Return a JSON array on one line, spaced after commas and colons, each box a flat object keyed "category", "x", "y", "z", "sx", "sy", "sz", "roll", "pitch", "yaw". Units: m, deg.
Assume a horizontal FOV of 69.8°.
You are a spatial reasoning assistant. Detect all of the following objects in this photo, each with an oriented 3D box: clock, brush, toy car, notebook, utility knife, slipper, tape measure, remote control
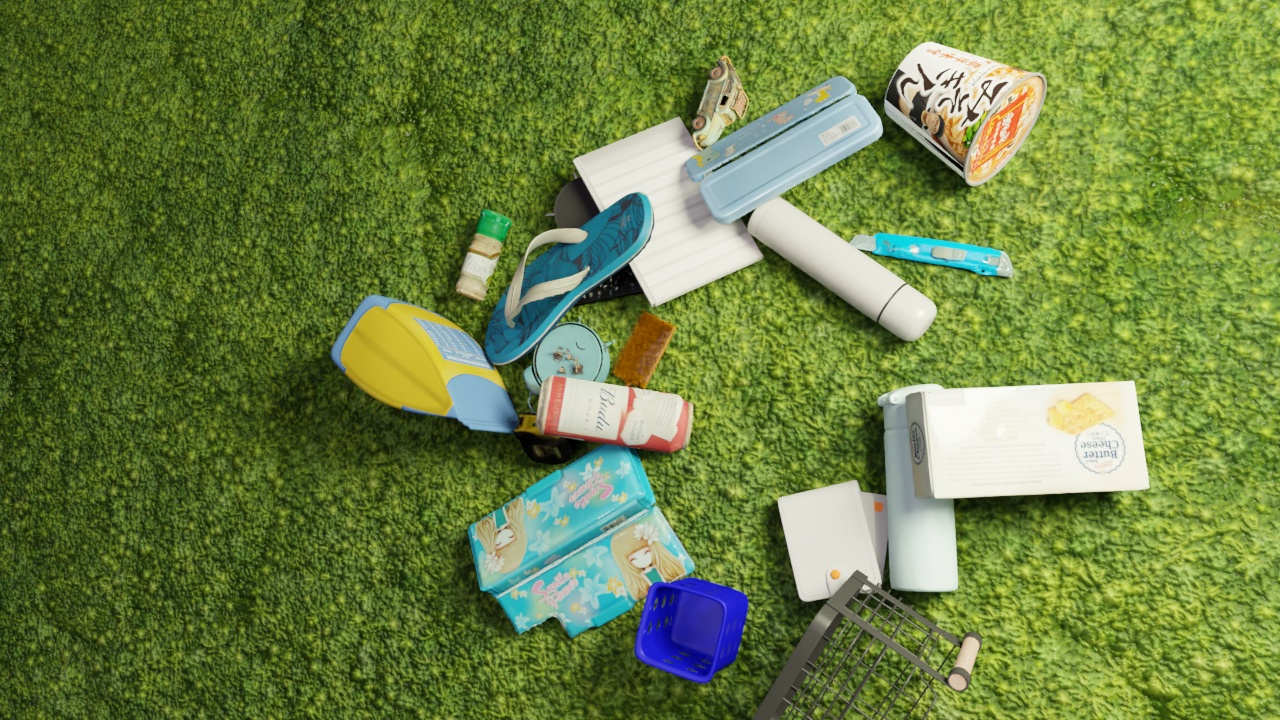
[{"category": "clock", "x": -0.051, "y": -0.173, "z": 1.109, "sx": 0.121, "sy": 0.042, "sz": 0.091, "roll": 35, "pitch": 93, "yaw": 21}, {"category": "brush", "x": -0.006, "y": 0.006, "z": 1.077, "sx": 0.048, "sy": 0.017, "sz": 0.126, "roll": 28, "pitch": 91, "yaw": 21}, {"category": "toy car", "x": 0.098, "y": -0.299, "z": 1.076, "sx": 0.047, "sy": 0.047, "sz": 0.112, "roll": 19, "pitch": 88, "yaw": 26}, {"category": "notebook", "x": 0.030, "y": -0.177, "z": 1.071, "sx": 0.142, "sy": 0.009, "sz": 0.209, "roll": -25, "pitch": 72, "yaw": -11}, {"category": "utility knife", "x": 0.311, "y": -0.117, "z": 0.990, "sx": 0.175, "sy": 0.015, "sz": 0.031, "roll": 11, "pitch": 80, "yaw": 22}, {"category": "slipper", "x": -0.101, "y": -0.102, "z": 1.057, "sx": 0.296, "sy": 0.060, "sz": 0.118, "roll": -35, "pitch": 44, "yaw": 33}, {"category": "clock", "x": -0.086, "y": 0.014, "z": 1.085, "sx": 0.090, "sy": 0.053, "sz": 0.124, "roll": 34, "pitch": 93, "yaw": 22}, {"category": "tape measure", "x": -0.107, "y": 0.095, "z": 1.072, "sx": 0.063, "sy": 0.067, "sz": 0.038, "roll": -2, "pitch": 44, "yaw": 18}, {"category": "remote control", "x": -0.024, "y": -0.097, "z": 1.100, "sx": 0.150, "sy": 0.022, "sz": 0.047, "roll": -9, "pitch": 79, "yaw": 19}]

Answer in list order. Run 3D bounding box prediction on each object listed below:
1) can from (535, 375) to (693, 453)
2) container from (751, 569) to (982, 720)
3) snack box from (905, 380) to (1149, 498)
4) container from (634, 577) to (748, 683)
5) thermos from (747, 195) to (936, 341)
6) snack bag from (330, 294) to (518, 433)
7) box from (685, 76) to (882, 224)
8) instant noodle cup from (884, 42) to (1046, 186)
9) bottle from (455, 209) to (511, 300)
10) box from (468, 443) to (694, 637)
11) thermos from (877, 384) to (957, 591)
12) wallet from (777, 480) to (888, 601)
[{"category": "can", "x": -0.030, "y": 0.061, "z": 1.022, "sx": 0.170, "sy": 0.067, "sz": 0.067, "roll": 9, "pitch": 83, "yaw": -5}, {"category": "container", "x": 0.192, "y": 0.331, "z": 0.856, "sx": 0.130, "sy": 0.162, "sz": 0.242, "roll": 33, "pitch": 107, "yaw": 21}, {"category": "snack box", "x": 0.367, "y": 0.077, "z": 0.879, "sx": 0.208, "sy": 0.057, "sz": 0.104, "roll": -3, "pitch": 81, "yaw": -2}, {"category": "container", "x": 0.057, "y": 0.276, "z": 0.958, "sx": 0.085, "sy": 0.113, "sz": 0.084, "roll": 13, "pitch": 85, "yaw": 21}, {"category": "thermos", "x": 0.218, "y": -0.101, "z": 0.998, "sx": 0.224, "sy": 0.052, "sz": 0.052, "roll": 39, "pitch": 95, "yaw": 21}, {"category": "snack bag", "x": -0.233, "y": 0.024, "z": 1.079, "sx": 0.205, "sy": 0.159, "sz": 0.102, "roll": 37, "pitch": 96, "yaw": 19}, {"category": "box", "x": 0.153, "y": -0.243, "z": 1.026, "sx": 0.209, "sy": 0.034, "sz": 0.127, "roll": -28, "pitch": 50, "yaw": 8}, {"category": "instant noodle cup", "x": 0.331, "y": -0.267, "z": 0.960, "sx": 0.122, "sy": 0.123, "sz": 0.123, "roll": 42, "pitch": 96, "yaw": 30}, {"category": "bottle", "x": -0.198, "y": -0.132, "z": 1.155, "sx": 0.043, "sy": 0.043, "sz": 0.111, "roll": 18, "pitch": 88, "yaw": 21}, {"category": "box", "x": -0.076, "y": 0.213, "z": 1.045, "sx": 0.227, "sy": 0.071, "sz": 0.182, "roll": -32, "pitch": 71, "yaw": 11}, {"category": "thermos", "x": 0.283, "y": 0.127, "z": 0.931, "sx": 0.078, "sy": 0.065, "sz": 0.206, "roll": 3, "pitch": 80, "yaw": -15}, {"category": "wallet", "x": 0.214, "y": 0.189, "z": 0.961, "sx": 0.115, "sy": 0.037, "sz": 0.118, "roll": -16, "pitch": 73, "yaw": 16}]
